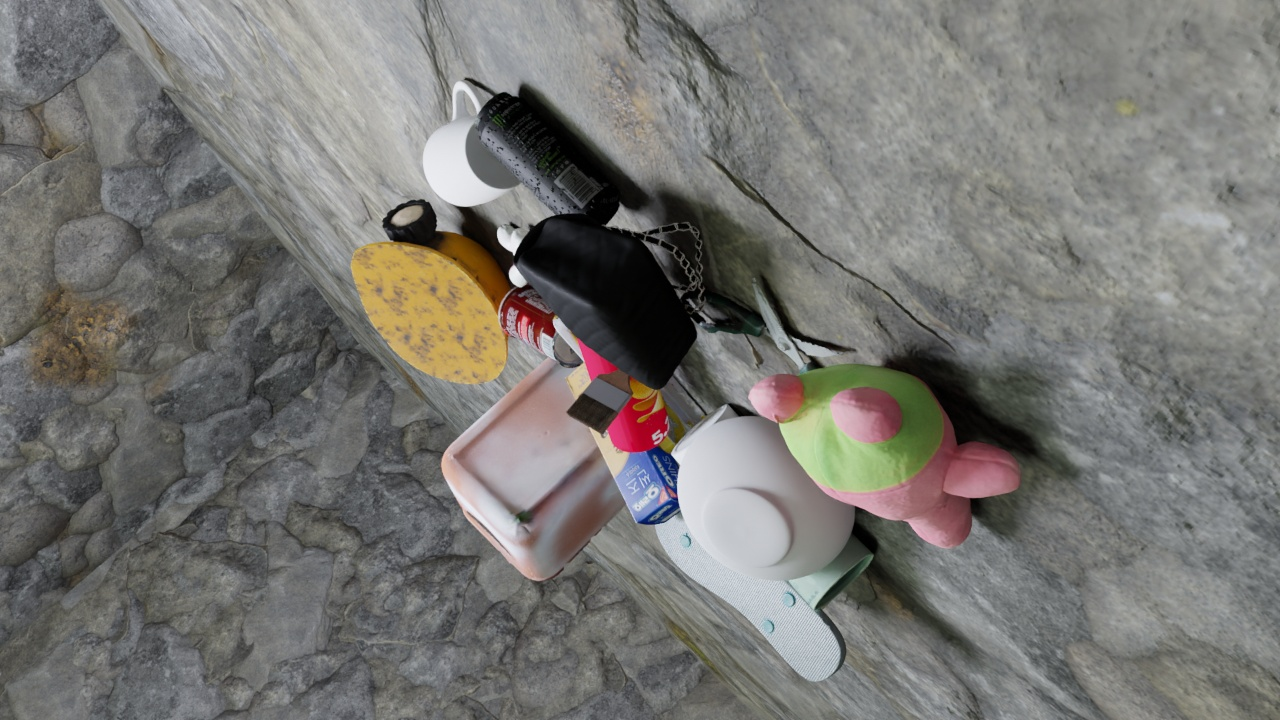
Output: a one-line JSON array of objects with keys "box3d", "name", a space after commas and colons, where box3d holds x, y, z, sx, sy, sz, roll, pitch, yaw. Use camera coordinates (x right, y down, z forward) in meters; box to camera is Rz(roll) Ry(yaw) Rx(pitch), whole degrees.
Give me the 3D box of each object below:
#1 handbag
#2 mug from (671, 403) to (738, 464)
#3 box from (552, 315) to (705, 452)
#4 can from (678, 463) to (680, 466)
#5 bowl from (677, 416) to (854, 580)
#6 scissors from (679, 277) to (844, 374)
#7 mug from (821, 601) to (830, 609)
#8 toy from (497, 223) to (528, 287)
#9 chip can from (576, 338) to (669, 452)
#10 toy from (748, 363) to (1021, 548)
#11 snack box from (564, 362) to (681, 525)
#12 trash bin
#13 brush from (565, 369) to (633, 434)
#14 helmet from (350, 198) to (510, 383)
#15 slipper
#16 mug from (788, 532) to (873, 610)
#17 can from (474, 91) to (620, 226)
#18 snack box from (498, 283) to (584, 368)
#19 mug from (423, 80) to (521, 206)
[{"box3d": [-0.020, -0.066, 0.765, 0.125, 0.114, 0.153, 27, 169, 31], "name": "handbag"}, {"box3d": [0.096, 0.110, 0.958, 0.105, 0.082, 0.082, 48, 164, -3], "name": "mug"}, {"box3d": [-0.011, 0.009, 1.048, 0.210, 0.070, 0.067, 49, -177, -9], "name": "box"}, {"box3d": [0.107, 0.144, 1.059, 0.136, 0.054, 0.054, 33, 159, 36], "name": "can"}, {"box3d": [0.110, 0.144, 0.875, 0.177, 0.066, 0.177, 12, 120, 22], "name": "bowl"}, {"box3d": [0.112, -0.001, 0.777, 0.204, 0.015, 0.202, 25, 153, 52], "name": "scissors"}, {"box3d": [0.170, 0.248, 1.101, 0.100, 0.096, 0.120, 58, -155, -2], "name": "mug"}, {"box3d": [-0.123, -0.116, 1.039, 0.123, 0.038, 0.079, 22, 139, 54], "name": "toy"}, {"box3d": [-0.024, -0.006, 0.932, 0.069, 0.069, 0.221, 30, 147, 43], "name": "chip can"}, {"box3d": [0.181, 0.070, 0.658, 0.236, 0.096, 0.192, 40, 167, -36], "name": "toy"}, {"box3d": [-0.014, 0.089, 1.068, 0.057, 0.056, 0.206, 13, -137, -55], "name": "snack box"}, {"box3d": [-0.111, 0.127, 1.192, 0.181, 0.259, 0.157, 39, 161, 24], "name": "trash bin"}, {"box3d": [-0.010, 0.005, 0.861, 0.045, 0.142, 0.008, 25, 157, 31], "name": "brush"}, {"box3d": [-0.257, -0.098, 1.235, 0.206, 0.131, 0.256, 1, 136, 23], "name": "helmet"}, {"box3d": [0.128, 0.237, 1.023, 0.269, 0.054, 0.098, 39, 120, 31], "name": "slipper"}, {"box3d": [0.184, 0.196, 0.973, 0.104, 0.084, 0.111, 47, -166, 27], "name": "mug"}, {"box3d": [-0.078, -0.166, 0.780, 0.137, 0.053, 0.054, 44, 164, 5], "name": "can"}, {"box3d": [-0.113, -0.043, 1.124, 0.121, 0.072, 0.072, 28, 156, 44], "name": "snack box"}, {"box3d": [-0.151, -0.205, 0.853, 0.088, 0.080, 0.114, 5, 106, 57], "name": "mug"}]
